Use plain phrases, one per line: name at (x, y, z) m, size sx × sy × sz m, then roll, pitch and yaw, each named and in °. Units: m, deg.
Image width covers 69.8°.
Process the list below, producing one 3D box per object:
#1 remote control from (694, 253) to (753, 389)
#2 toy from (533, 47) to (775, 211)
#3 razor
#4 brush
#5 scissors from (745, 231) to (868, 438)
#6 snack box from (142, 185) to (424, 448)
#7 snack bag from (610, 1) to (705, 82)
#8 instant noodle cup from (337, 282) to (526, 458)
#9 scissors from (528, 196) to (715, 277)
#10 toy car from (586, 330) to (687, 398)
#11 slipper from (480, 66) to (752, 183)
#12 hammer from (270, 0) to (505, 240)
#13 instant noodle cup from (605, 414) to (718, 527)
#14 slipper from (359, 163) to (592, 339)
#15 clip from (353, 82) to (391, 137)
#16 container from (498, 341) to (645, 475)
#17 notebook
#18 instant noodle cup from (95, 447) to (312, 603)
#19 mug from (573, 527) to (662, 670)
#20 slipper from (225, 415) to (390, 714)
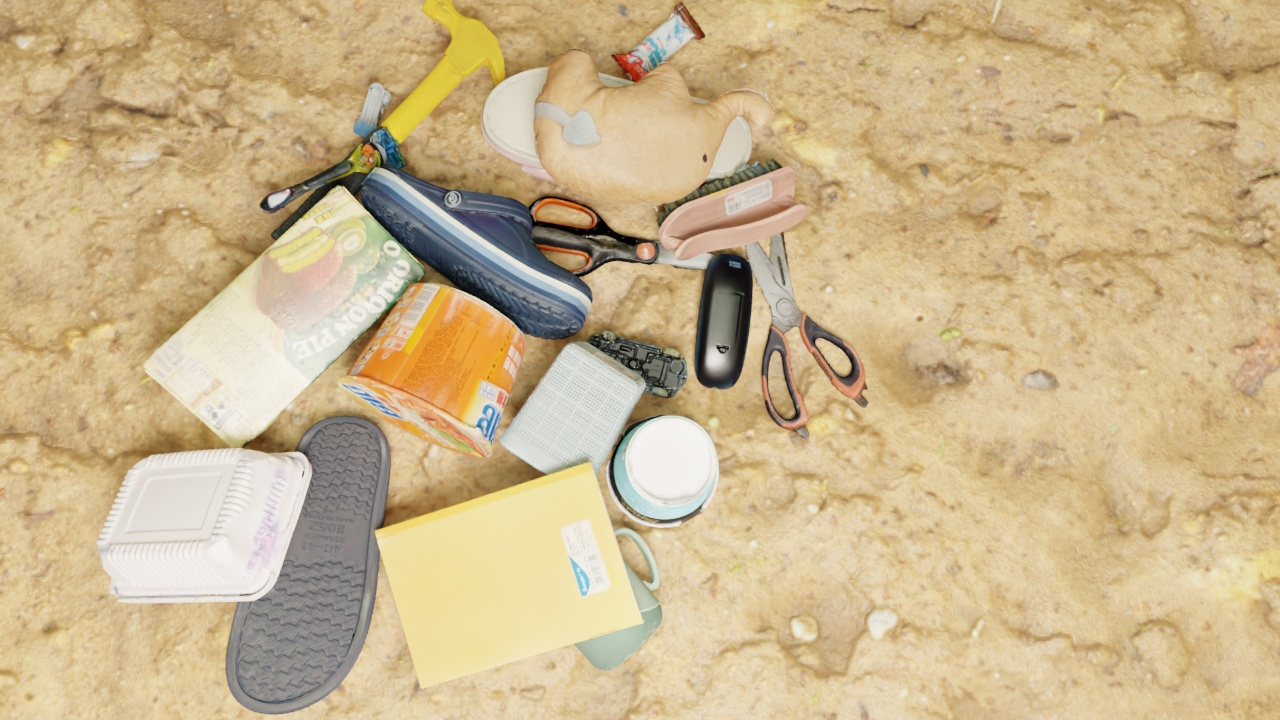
remote control at (0.083, -0.040, 0.906) m, size 0.053 × 0.024 × 0.136 m, roll 7°, pitch 86°, yaw -5°
toy at (0.012, -0.212, 0.861) m, size 0.226 × 0.082 × 0.143 m, roll 3°, pitch 95°, yaw -13°
razor at (-0.298, -0.177, 0.879) m, size 0.142 × 0.022 × 0.042 m, roll -28°, pitch 96°, yaw -9°
brush at (0.086, -0.142, 0.901) m, size 0.145 × 0.063 × 0.073 m, roll -21°, pitch 52°, yaw -11°
scissors at (0.158, -0.034, 0.920) m, size 0.214 × 0.015 × 0.196 m, roll 29°, pitch 79°, yaw 4°
snack box at (-0.326, -0.041, 0.855) m, size 0.240 × 0.063 × 0.114 m, roll -47°, pitch 105°, yaw -10°
snack bag at (0.019, -0.330, 0.963) m, size 0.104 × 0.026 × 0.048 m, roll -39°, pitch 95°, yaw -9°
instant noodle cup at (-0.180, 0.006, 0.833) m, size 0.151 × 0.151 × 0.111 m, roll 23°, pitch 71°, yaw 1°
scissors at (-0.006, -0.127, 0.925) m, size 0.235 × 0.022 × 0.125 m, roll -10°, pitch 80°, yaw -5°
toy car at (-0.005, 0.005, 0.894) m, size 0.105 × 0.031 × 0.049 m, roll 15°, pitch 82°, yaw 7°
slipper at (-0.023, -0.227, 0.926) m, size 0.274 × 0.054 × 0.114 m, roll 4°, pitch 81°, yaw -9°
hammer at (-0.251, -0.222, 0.915) m, size 0.129 × 0.033 × 0.300 m, roll 43°, pitch 84°, yaw -10°
instant noodle cup at (0.025, 0.097, 0.834) m, size 0.111 × 0.120 × 0.111 m, roll 1°, pitch 79°, yaw -3°
slipper at (-0.148, -0.112, 0.877) m, size 0.253 × 0.105 × 0.095 m, roll 32°, pitch 74°, yaw 6°
clip at (-0.274, -0.255, 0.940) m, size 0.024 × 0.028 × 0.057 m, roll 19°, pitch 88°, yaw 3°
container at (-0.057, 0.047, 0.840) m, size 0.090 × 0.090 × 0.111 m, roll 33°, pitch 96°, yaw 3°
notebook at (-0.116, 0.186, 0.791) m, size 0.206 × 0.010 × 0.146 m, roll -19°, pitch 86°, yaw 8°
instant noodle cup at (-0.384, 0.133, 0.791) m, size 0.174 × 0.060 × 0.137 m, roll -5°, pitch 55°, yaw 17°
mug at (-0.030, 0.208, 0.834) m, size 0.111 × 0.082 × 0.106 m, roll -40°, pitch 83°, yaw -26°
slipper at (-0.286, 0.183, 0.831) m, size 0.110 × 0.083 × 0.267 m, roll 10°, pitch 61°, yaw -7°
